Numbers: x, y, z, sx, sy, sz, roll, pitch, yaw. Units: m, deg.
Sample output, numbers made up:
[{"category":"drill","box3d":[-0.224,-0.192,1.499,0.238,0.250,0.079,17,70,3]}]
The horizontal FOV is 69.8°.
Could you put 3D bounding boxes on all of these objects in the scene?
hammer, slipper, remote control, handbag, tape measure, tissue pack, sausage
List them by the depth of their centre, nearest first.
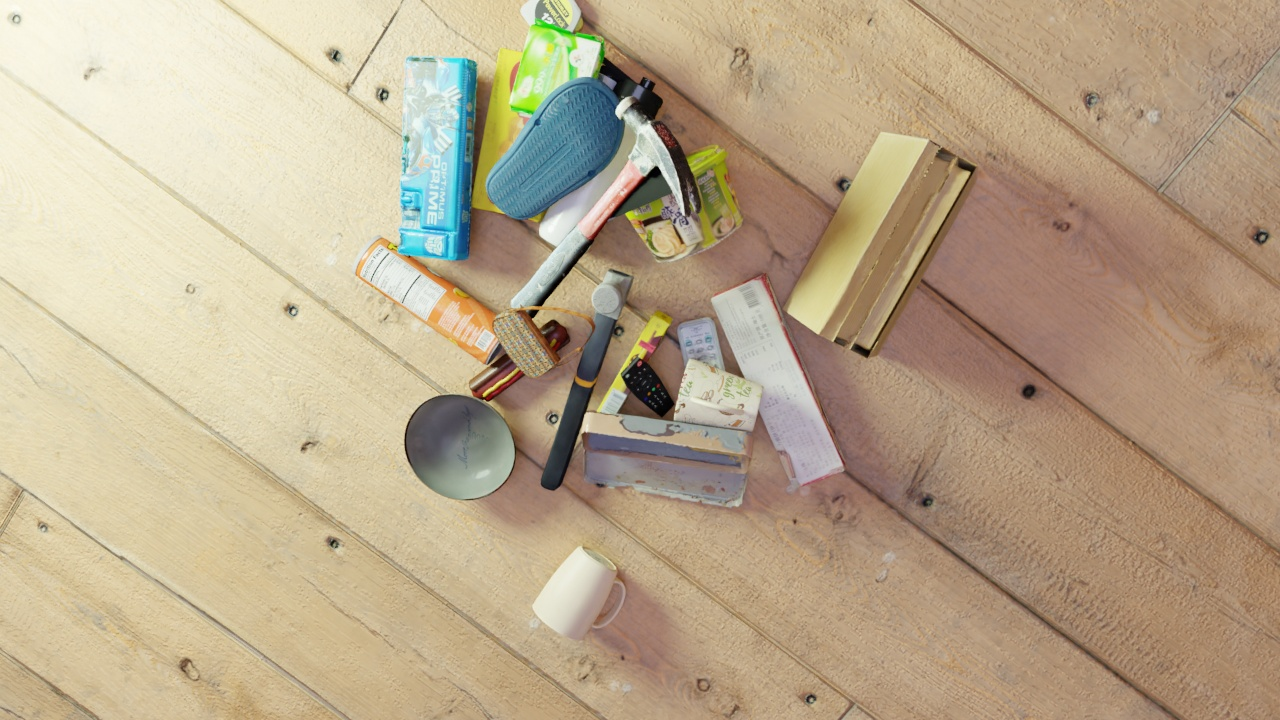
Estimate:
[{"category":"hammer","box3d":[-0.057,-0.144,1.074,0.140,0.036,0.327,52,130,7]},{"category":"slipper","box3d":[-0.099,-0.246,1.085,0.104,0.059,0.214,39,125,-18]},{"category":"handbag","box3d":[-0.105,-0.036,1.096,0.043,0.196,0.093,-42,105,-31]},{"category":"tissue pack","box3d":[-0.098,-0.338,1.096,0.099,0.034,0.114,19,99,9]},{"category":"tape measure","box3d":[-0.108,-0.425,1.137,0.065,0.016,0.064,-36,95,11]},{"category":"remote control","box3d":[0.010,0.036,1.165,0.039,0.125,0.010,-47,53,-5]},{"category":"hammer","box3d":[-0.073,0.031,1.169,0.035,0.139,0.313,20,111,2]},{"category":"remote control","box3d":[0.084,0.011,1.191,0.050,0.022,0.133,-12,99,8]},{"category":"sausage","box3d":[-0.160,0.002,1.208,0.156,0.040,0.040,-36,95,11]}]

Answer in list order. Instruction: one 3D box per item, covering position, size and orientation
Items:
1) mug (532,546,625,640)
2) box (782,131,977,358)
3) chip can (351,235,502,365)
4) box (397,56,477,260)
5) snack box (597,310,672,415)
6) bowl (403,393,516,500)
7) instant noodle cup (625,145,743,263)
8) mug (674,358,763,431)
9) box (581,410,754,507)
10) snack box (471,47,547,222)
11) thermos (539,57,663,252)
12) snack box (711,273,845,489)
[{"category":"mug","box3d":[-0.072,0.315,1.239,0.111,0.085,0.104,31,91,-28]},{"category":"box","box3d":[0.295,-0.132,1.090,0.148,0.140,0.249,25,102,-7]},{"category":"chip can","box3d":[-0.269,-0.078,1.193,0.210,0.062,0.062,35,102,-1]},{"category":"box","box3d":[-0.247,-0.251,1.154,0.091,0.066,0.243,9,101,19]},{"category":"snack box","box3d":[-0.007,0.007,1.181,0.025,0.061,0.149,30,102,1]},{"category":"bowl","box3d":[-0.233,0.108,1.224,0.151,0.056,0.151,2,103,7]},{"category":"instant noodle cup","box3d":[0.052,-0.185,1.103,0.146,0.146,0.098,-24,107,10]},{"category":"mug","box3d":[0.096,0.049,1.120,0.097,0.122,0.081,14,93,7]},{"category":"box","box3d":[0.032,0.127,1.179,0.216,0.063,0.157,7,134,4]},{"category":"snack box","box3d":[-0.147,-0.281,1.154,0.092,0.042,0.201,14,101,4]},{"category":"thermos","box3d":[-0.060,-0.252,1.141,0.101,0.068,0.230,32,101,13]},{"category":"snack box","box3d":[0.179,0.027,1.175,0.077,0.044,0.273,-23,96,15]}]
